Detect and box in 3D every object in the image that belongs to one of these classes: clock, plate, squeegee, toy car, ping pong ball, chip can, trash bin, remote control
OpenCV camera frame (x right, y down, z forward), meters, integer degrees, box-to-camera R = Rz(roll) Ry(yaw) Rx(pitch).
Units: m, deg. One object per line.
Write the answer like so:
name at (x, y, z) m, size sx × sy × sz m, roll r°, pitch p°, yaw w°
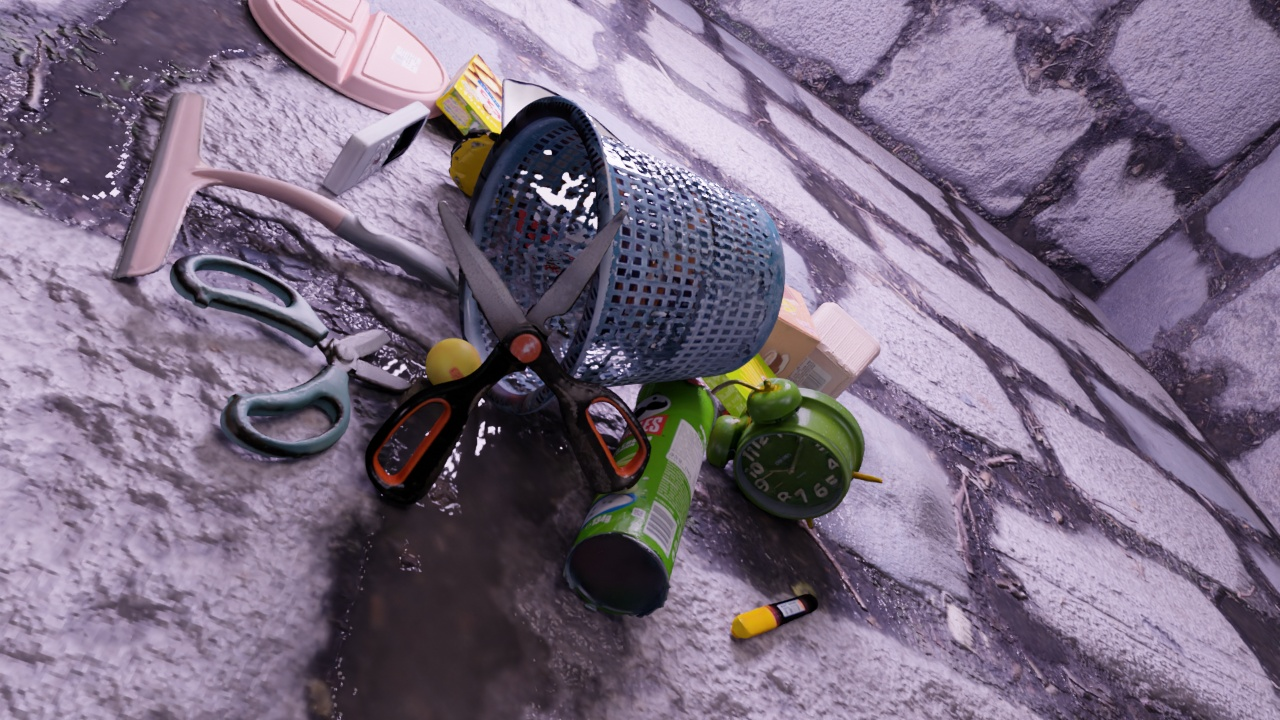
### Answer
clock at (0.124, 0.075, 0.813) m, size 0.161 × 0.116 × 0.056 m, roll 39°, pitch 37°, yaw -7°
plate at (-0.070, -0.187, 0.888) m, size 0.162 × 0.034 × 0.265 m, roll 24°, pitch 31°, yaw -26°
squeegee at (-0.243, -0.106, 0.707) m, size 0.249 × 0.040 × 0.247 m, roll 22°, pitch 32°, yaw -33°
toy car at (-0.122, -0.182, 0.937) m, size 0.155 × 0.071 × 0.041 m, roll 16°, pitch 33°, yaw -35°
ping pong ball at (-0.137, 0.004, 0.670) m, size 0.040 × 0.040 × 0.040 m, roll 30°, pitch 29°, yaw -19°
chip can at (0.008, 0.090, 0.687) m, size 0.072 × 0.072 × 0.235 m, roll 37°, pitch 27°, yaw -6°
trash bin at (-0.006, -0.067, 0.705) m, size 0.194 × 0.227 × 0.226 m, roll 5°, pitch 42°, yaw -34°
plate at (-0.307, -0.346, 0.998) m, size 0.229 × 0.028 × 0.229 m, roll 31°, pitch 28°, yaw -19°
remote control at (-0.233, -0.193, 0.825) m, size 0.021 × 0.058 × 0.149 m, roll 38°, pitch 28°, yaw -9°

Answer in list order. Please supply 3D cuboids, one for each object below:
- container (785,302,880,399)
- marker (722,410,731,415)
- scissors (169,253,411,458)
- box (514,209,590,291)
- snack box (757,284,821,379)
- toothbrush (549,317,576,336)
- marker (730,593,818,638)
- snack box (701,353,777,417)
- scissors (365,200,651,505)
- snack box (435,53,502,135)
container at (0.208, 0.001, 1.059) m, size 0.090 × 0.090 × 0.110 m, roll 44°, pitch 30°, yaw 7°
marker at (0.130, 0.054, 0.956) m, size 0.145 × 0.017 × 0.017 m, roll -2°, pitch 49°, yaw -53°
scissors at (-0.232, -0.014, 0.591) m, size 0.181 × 0.019 × 0.169 m, roll 46°, pitch 27°, yaw -2°
box at (-0.018, -0.108, 0.920) m, size 0.201 × 0.101 × 0.102 m, roll 19°, pitch 71°, yaw -36°
snack box at (0.128, -0.032, 0.998) m, size 0.077 × 0.093 × 0.094 m, roll 26°, pitch 30°, yaw -25°
toothbrush at (-0.005, 0.005, 0.866) m, size 0.185 × 0.012 × 0.017 m, roll 30°, pitch 23°, yaw -19°
marker at (0.107, 0.198, 0.715) m, size 0.123 × 0.015 × 0.018 m, roll 4°, pitch 46°, yaw -53°
snack box at (0.129, 0.054, 0.911) m, size 0.156 × 0.026 × 0.085 m, roll 51°, pitch 31°, yaw 0°
scissors at (-0.070, 0.011, 0.560) m, size 0.221 × 0.234 × 0.021 m, roll 42°, pitch 6°, yaw -28°
snack box at (-0.179, -0.288, 1.041) m, size 0.087 × 0.034 × 0.140 m, roll 48°, pitch 24°, yaw -24°
